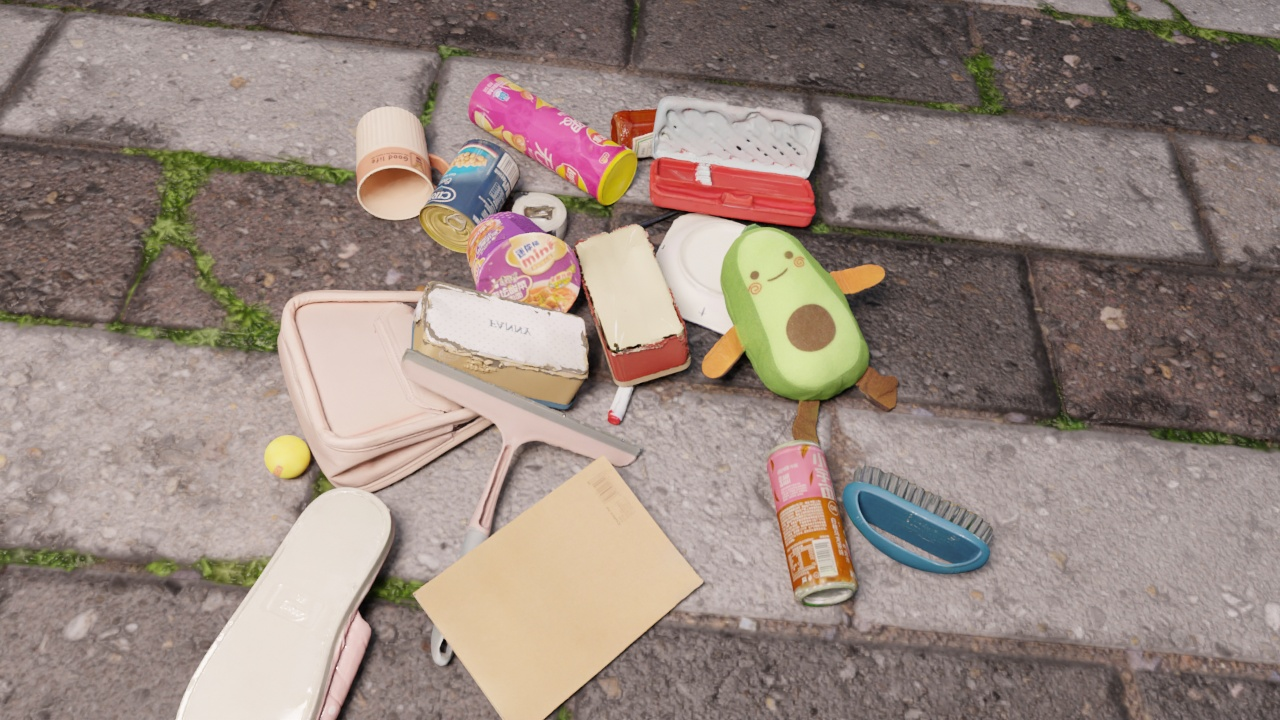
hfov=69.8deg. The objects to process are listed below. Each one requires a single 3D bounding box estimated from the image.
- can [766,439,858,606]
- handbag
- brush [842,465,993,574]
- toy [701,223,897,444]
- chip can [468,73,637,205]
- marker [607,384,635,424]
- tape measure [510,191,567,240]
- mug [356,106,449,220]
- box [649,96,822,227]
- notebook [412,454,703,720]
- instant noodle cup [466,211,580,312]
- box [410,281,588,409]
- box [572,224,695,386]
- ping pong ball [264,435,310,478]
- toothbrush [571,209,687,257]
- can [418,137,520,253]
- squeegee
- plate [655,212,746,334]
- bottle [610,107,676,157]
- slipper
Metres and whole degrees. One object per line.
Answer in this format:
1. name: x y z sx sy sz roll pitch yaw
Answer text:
1. can: 0.158 0.150 0.855 0.058 0.058 0.147 -2 56 -8
2. handbag: -0.223 0.011 0.908 0.233 0.094 0.193 -16 59 -26
3. brush: 0.256 0.157 0.862 0.144 0.055 0.073 27 56 12
4. toy: 0.163 -0.035 0.952 0.226 0.090 0.246 -29 83 -17
5. chip can: -0.108 -0.268 1.107 0.210 0.072 0.071 34 59 16
6. marker: -0.006 0.006 0.963 0.017 0.017 0.144 17 56 6
7. tape measure: -0.117 -0.162 1.056 0.066 0.034 0.065 1 57 -5
8. mug: -0.271 -0.225 1.062 0.114 0.082 0.105 10 49 -32
9. box: 0.114 -0.238 1.085 0.201 0.098 0.118 7 45 -6
10. notebook: -0.067 0.198 0.802 0.211 0.012 0.149 -35 82 -25
11. instant noodle cup: -0.131 -0.100 0.964 0.111 0.112 0.099 -18 37 -17
12. box: -0.130 -0.013 0.897 0.184 0.061 0.089 16 45 -24
13. box: -0.010 -0.066 0.959 0.091 0.076 0.168 -17 53 -4
14. ping pong ball: -0.329 0.090 0.857 0.040 0.040 0.040 3 55 -4
15. toothbrush: -0.011 -0.156 1.074 0.180 0.016 0.018 -27 56 -23
16. can: -0.190 -0.187 1.035 0.075 0.075 0.111 19 60 7
17. squeegee: -0.143 0.149 0.829 0.247 0.040 0.249 25 65 -20
18. plate: 0.097 -0.104 1.039 0.164 0.034 0.163 20 56 7
19. bottle: 0.067 -0.289 1.148 0.206 0.060 0.059 -7 57 -11
20. slipper: -0.285 0.232 0.756 0.114 0.055 0.273 15 58 5
